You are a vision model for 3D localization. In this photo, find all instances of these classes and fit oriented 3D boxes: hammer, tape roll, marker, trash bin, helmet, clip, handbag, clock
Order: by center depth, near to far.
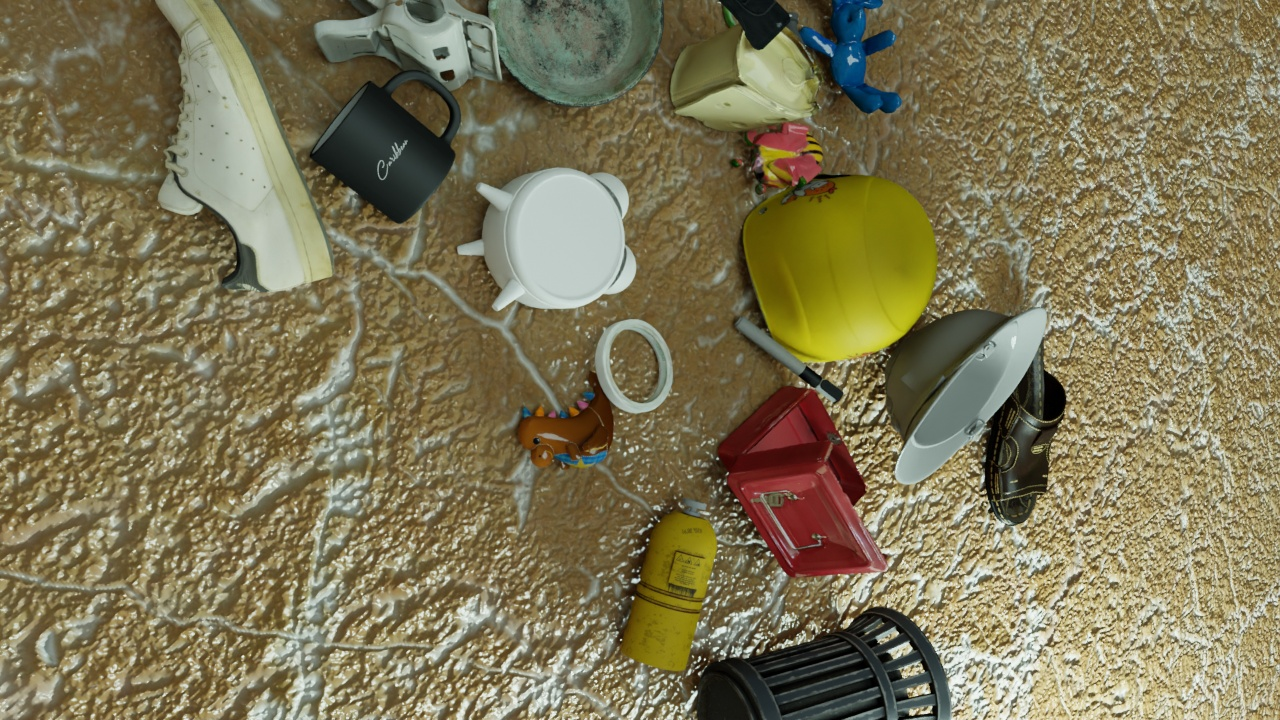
[{"bbox_3d":[-0.183,-0.264,0.741,0.142,0.125,0.072,13,83,-6],"label":"clip"},{"bbox_3d":[0.001,-0.399,0.781,0.333,0.118,0.025,43,75,-9],"label":"hammer"},{"bbox_3d":[-0.081,-0.111,0.844,0.160,0.073,0.125,-13,100,-36],"label":"clock"},{"bbox_3d":[0.107,-0.274,0.905,0.111,0.119,0.081,21,81,-30],"label":"handbag"},{"bbox_3d":[-0.005,0.005,0.908,0.093,0.013,0.093,11,73,-40],"label":"tape roll"},{"bbox_3d":[0.243,-0.106,0.987,0.239,0.140,0.209,-29,108,-26],"label":"helmet"},{"bbox_3d":[0.188,0.371,0.988,0.227,0.164,0.164,-5,97,-27],"label":"trash bin"},{"bbox_3d":[0.160,-0.001,0.991,0.140,0.016,0.016,37,74,-6],"label":"marker"},{"bbox_3d":[0.350,0.015,1.081,0.270,0.118,0.183,-39,143,-16],"label":"helmet"}]

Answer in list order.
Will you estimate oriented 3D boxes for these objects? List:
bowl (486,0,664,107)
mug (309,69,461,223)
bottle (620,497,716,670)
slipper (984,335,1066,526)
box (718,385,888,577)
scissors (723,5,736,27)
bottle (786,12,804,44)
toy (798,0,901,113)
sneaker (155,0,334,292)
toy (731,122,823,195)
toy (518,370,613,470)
[{"bbox_3d":[-0.060,-0.308,0.829,0.157,0.038,0.157,-2,101,-10],"label":"bowl"},{"bbox_3d":[-0.199,-0.182,0.751,0.088,0.078,0.113,39,87,-27],"label":"mug"},{"bbox_3d":[0.035,0.222,0.931,0.071,0.071,0.163,18,85,-30],"label":"bottle"},{"bbox_3d":[0.507,0.085,1.195,0.112,0.076,0.268,1,94,-30],"label":"slipper"},{"bbox_3d":[0.181,0.124,0.988,0.157,0.154,0.167,59,36,-23],"label":"box"},{"bbox_3d":[0.105,-0.426,0.955,0.173,0.022,0.171,-13,103,-24],"label":"scissors"},{"bbox_3d":[0.155,-0.314,0.978,0.036,0.036,0.110,5,92,-31],"label":"bottle"},{"bbox_3d":[0.238,-0.351,1.007,0.112,0.071,0.176,-16,92,-31],"label":"toy"},{"bbox_3d":[-0.321,-0.160,0.689,0.102,0.089,0.242,-25,111,-18],"label":"sneaker"},{"bbox_3d":[0.153,-0.218,0.976,0.103,0.046,0.084,-34,69,-27],"label":"toy"},{"bbox_3d":[-0.071,0.055,0.878,0.090,0.071,0.102,9,67,-18],"label":"toy"}]
